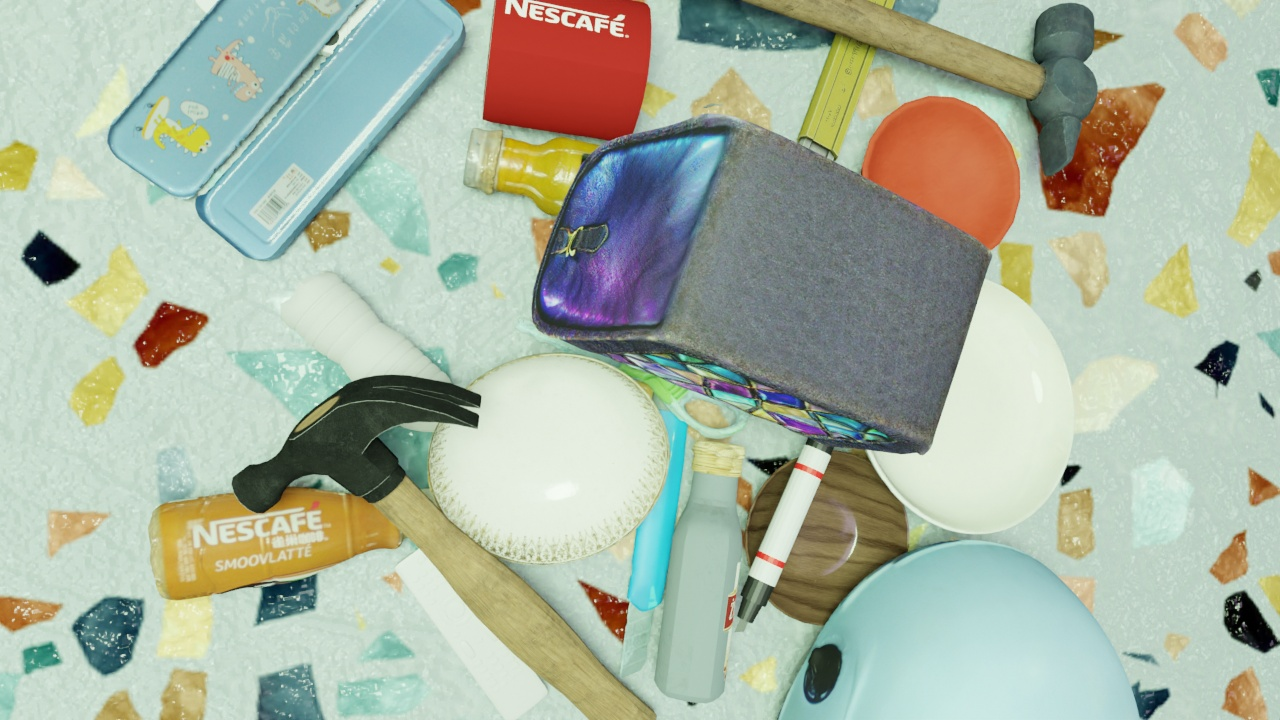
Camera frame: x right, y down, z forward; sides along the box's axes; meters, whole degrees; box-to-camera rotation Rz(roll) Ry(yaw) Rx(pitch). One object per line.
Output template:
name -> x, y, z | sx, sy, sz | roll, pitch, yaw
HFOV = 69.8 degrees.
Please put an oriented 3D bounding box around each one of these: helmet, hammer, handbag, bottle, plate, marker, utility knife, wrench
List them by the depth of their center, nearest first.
handbag -> 0.058, -0.037, 0.537 | 0.204, 0.222, 0.125 | 21, 84, -21
hammer -> -0.086, 0.137, 0.558 | 0.132, 0.040, 0.305 | -35, 113, 9
bottle -> -0.207, 0.105, 0.567 | 0.167, 0.059, 0.059 | -6, 90, -20
bottle -> -0.164, 0.002, 0.583 | 0.136, 0.044, 0.044 | 43, 81, -7
helmet -> 0.215, 0.255, 0.585 | 0.225, 0.167, 0.265 | 19, 91, -10
bottle -> 0.042, 0.134, 0.606 | 0.046, 0.072, 0.161 | 7, 87, 6
marker -> 0.095, 0.113, 0.609 | 0.019, 0.019, 0.145 | 26, 84, -9
bottle -> -0.022, -0.115, 0.609 | 0.186, 0.053, 0.053 | 11, 86, -11
hammer -> 0.167, -0.227, 0.628 | 0.321, 0.040, 0.129 | 15, 70, -11
utility knife -> 0.007, 0.118, 0.628 | 0.031, 0.015, 0.198 | 10, 83, -6
plate -> 0.225, 0.031, 0.653 | 0.182, 0.034, 0.182 | 3, 81, -18
wrench -> 0.137, -0.167, 0.659 | 0.083, 0.018, 0.273 | 23, 85, -10

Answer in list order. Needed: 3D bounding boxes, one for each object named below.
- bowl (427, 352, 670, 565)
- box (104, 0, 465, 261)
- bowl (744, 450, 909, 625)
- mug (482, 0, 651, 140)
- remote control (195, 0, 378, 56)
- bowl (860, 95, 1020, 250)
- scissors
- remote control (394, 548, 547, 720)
bowl -> -0.059, 0.053, 0.582 | 0.145, 0.063, 0.145 | -3, 111, -8
box -> -0.216, -0.174, 0.573 | 0.126, 0.039, 0.209 | 41, 88, -20
bowl -> 0.126, 0.122, 0.643 | 0.119, 0.032, 0.119 | 0, 89, -11
mug -> -0.049, -0.206, 0.598 | 0.096, 0.081, 0.116 | 7, 58, -11
remote control -> -0.218, -0.225, 0.594 | 0.136, 0.013, 0.043 | 14, 86, -10
bowl -> 0.210, -0.126, 0.664 | 0.122, 0.035, 0.122 | 0, 89, -11
scissors -> -0.004, 0.004, 0.628 | 0.174, 0.033, 0.065 | 21, 68, -9
remote control -> -0.111, 0.177, 0.605 | 0.033, 0.012, 0.131 | -36, 95, -12
